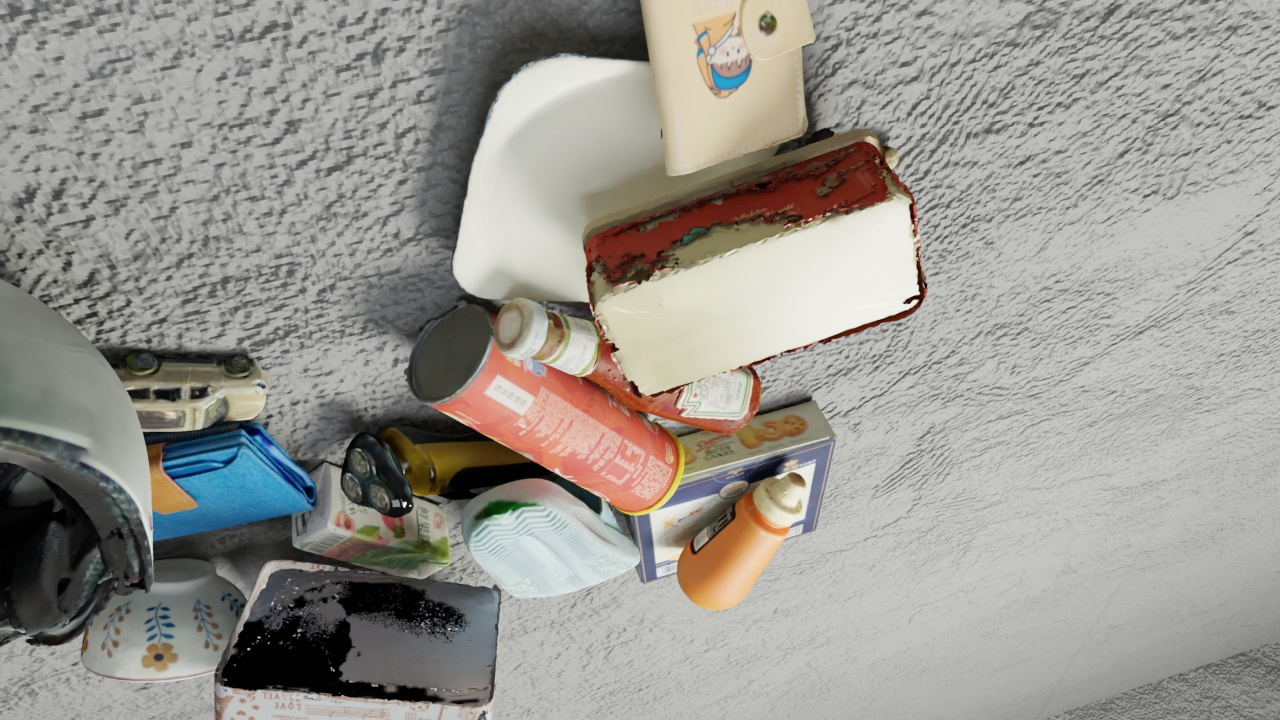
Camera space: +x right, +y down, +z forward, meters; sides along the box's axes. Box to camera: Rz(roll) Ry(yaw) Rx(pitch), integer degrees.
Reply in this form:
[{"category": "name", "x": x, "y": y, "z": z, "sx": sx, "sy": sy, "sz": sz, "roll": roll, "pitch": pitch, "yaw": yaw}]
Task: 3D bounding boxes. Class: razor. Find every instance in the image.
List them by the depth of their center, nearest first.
[{"category": "razor", "x": -0.125, "y": 0.075, "z": 0.653, "sx": 0.167, "sy": 0.067, "sz": 0.062, "roll": -1, "pitch": 136, "yaw": -34}]

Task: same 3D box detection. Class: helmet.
[{"category": "helmet", "x": -0.356, "y": 0.045, "z": 0.421, "sx": 0.275, "sy": 0.156, "sz": 0.229, "roll": -29, "pitch": 147, "yaw": 28}]

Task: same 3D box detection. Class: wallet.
[{"category": "wallet", "x": 0.043, "y": -0.153, "z": 0.429, "sx": 0.087, "sy": 0.024, "sz": 0.115, "roll": -21, "pitch": 119, "yaw": -18}, {"category": "wallet", "x": -0.291, "y": 0.081, "z": 0.589, "sx": 0.133, "sy": 0.040, "sz": 0.106, "roll": -12, "pitch": 148, "yaw": 1}]

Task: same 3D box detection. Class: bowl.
[{"category": "bowl", "x": -0.341, "y": 0.181, "z": 0.667, "sx": 0.113, "sy": 0.113, "sz": 0.062, "roll": 1, "pitch": 96, "yaw": -27}]

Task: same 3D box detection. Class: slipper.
[{"category": "slipper", "x": -0.074, "y": 0.131, "z": 0.715, "sx": 0.104, "sy": 0.074, "sz": 0.245, "roll": -21, "pitch": 154, "yaw": 4}]

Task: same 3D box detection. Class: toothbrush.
[{"category": "toothbrush", "x": -0.093, "y": 0.113, "z": 0.759, "sx": 0.189, "sy": 0.016, "sz": 0.014, "roll": 16, "pitch": 121, "yaw": -43}]

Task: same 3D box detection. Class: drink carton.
[{"category": "drink carton", "x": -0.200, "y": 0.124, "z": 0.684, "sx": 0.046, "sy": 0.053, "sz": 0.122, "roll": -31, "pitch": 143, "yaw": 19}]

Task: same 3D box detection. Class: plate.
[{"category": "plate", "x": -0.017, "y": -0.097, "z": 0.500, "sx": 0.164, "sy": 0.034, "sz": 0.164, "roll": 0, "pitch": 139, "yaw": -27}]

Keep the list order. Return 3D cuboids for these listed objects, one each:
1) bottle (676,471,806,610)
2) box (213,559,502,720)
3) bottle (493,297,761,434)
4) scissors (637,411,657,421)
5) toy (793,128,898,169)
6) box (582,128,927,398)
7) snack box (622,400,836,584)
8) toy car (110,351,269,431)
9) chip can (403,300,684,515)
[{"category": "bottle", "x": 0.090, "y": 0.147, "z": 0.772, "sx": 0.066, "sy": 0.066, "sz": 0.150, "roll": 11, "pitch": 128, "yaw": -36}, {"category": "box", "x": -0.198, "y": 0.214, "z": 0.691, "sx": 0.179, "sy": 0.126, "sz": 0.274, "roll": 9, "pitch": 179, "yaw": -9}, {"category": "bottle", "x": -0.003, "y": 0.003, "z": 0.585, "sx": 0.205, "sy": 0.059, "sz": 0.060, "roll": 18, "pitch": 130, "yaw": -44}, {"category": "scissors", "x": 0.013, "y": 0.045, "z": 0.717, "sx": 0.135, "sy": 0.014, "sz": 0.175, "roll": -3, "pitch": 141, "yaw": -20}, {"category": "toy", "x": 0.127, "y": -0.084, "z": 0.573, "sx": 0.157, "sy": 0.066, "sz": 0.105, "roll": 29, "pitch": 90, "yaw": -51}, {"category": "box", "x": 0.059, "y": -0.045, "z": 0.481, "sx": 0.168, "sy": 0.079, "sz": 0.091, "roll": -18, "pitch": 132, "yaw": 7}, {"category": "snack box", "x": 0.075, "y": 0.122, "z": 0.820, "sx": 0.178, "sy": 0.045, "sz": 0.183, "roll": -15, "pitch": 144, "yaw": -7}, {"category": "toy car", "x": -0.264, "y": 0.021, "z": 0.535, "sx": 0.090, "sy": 0.035, "sz": 0.042, "roll": 0, "pitch": 142, "yaw": -30}, {"category": "chip can", "x": -0.055, "y": 0.040, "z": 0.619, "sx": 0.073, "sy": 0.073, "sz": 0.216, "roll": -34, "pitch": 139, "yaw": 18}]
